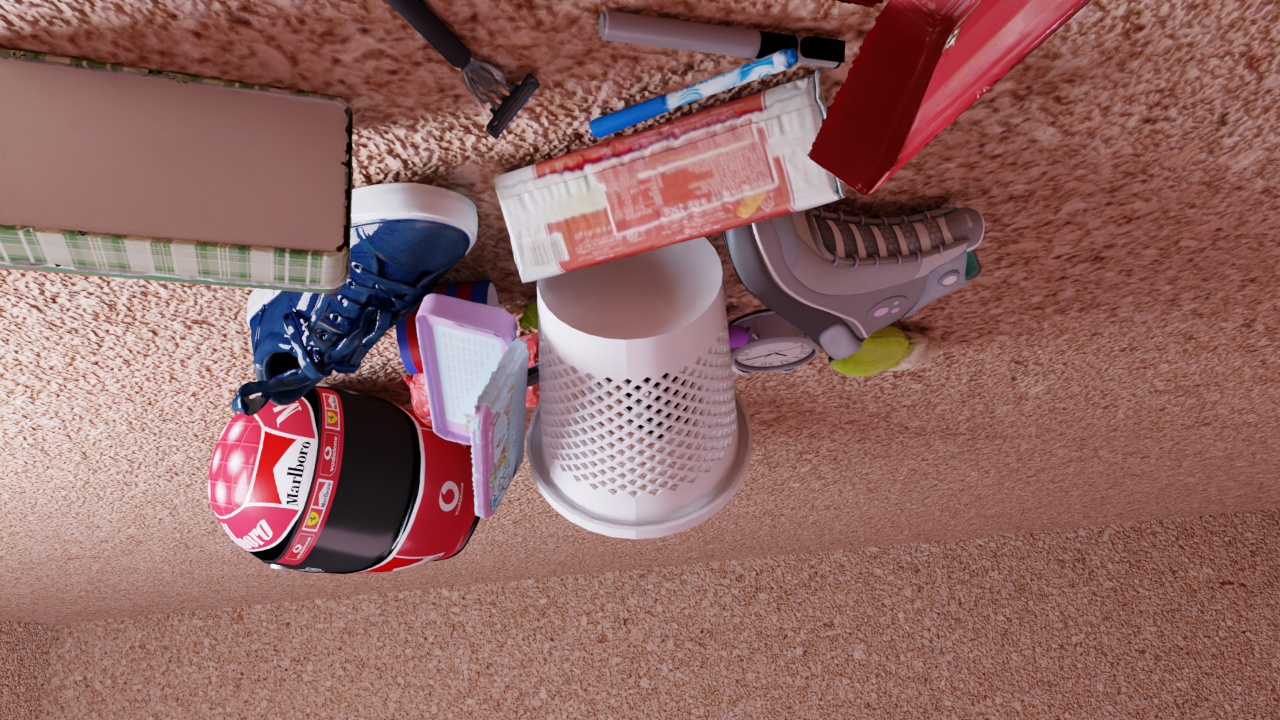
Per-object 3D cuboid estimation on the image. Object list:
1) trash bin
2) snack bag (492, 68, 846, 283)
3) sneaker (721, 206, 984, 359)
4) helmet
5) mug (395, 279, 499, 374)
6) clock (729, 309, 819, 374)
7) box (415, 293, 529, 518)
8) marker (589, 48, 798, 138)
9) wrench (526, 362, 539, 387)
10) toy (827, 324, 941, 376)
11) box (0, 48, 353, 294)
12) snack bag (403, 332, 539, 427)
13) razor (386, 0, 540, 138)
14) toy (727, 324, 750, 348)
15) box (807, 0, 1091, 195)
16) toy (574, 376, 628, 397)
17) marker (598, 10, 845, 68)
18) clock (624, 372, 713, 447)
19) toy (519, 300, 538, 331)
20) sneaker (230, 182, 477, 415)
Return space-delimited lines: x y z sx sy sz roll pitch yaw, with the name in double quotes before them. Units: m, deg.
"trash bin" -0.004 0.004 0.727 0.195 0.195 0.200 -4 138 -1
"snack bag" 0.015 -0.113 0.590 0.226 0.077 0.041 -13 -172 19
"sneaker" 0.167 -0.091 0.688 0.161 0.093 0.256 -23 153 22
"helmet" -0.329 0.125 0.969 0.224 0.197 0.272 18 166 -40
"mug" -0.161 -0.030 0.800 0.076 0.075 0.112 -5 -175 0
"clock" 0.134 -0.014 0.942 0.094 0.035 0.123 -3 159 -5
"box" -0.137 0.048 0.727 0.089 0.092 0.215 14 150 0
"marker" 0.028 -0.155 0.538 0.142 0.013 0.013 -9 161 36
"wrench" -0.020 0.005 0.909 0.272 0.010 0.070 3 139 -50
"toy" 0.263 -0.011 0.971 0.117 0.043 0.092 -1 158 -17
"box" -0.264 -0.102 0.505 0.205 0.117 0.050 2 154 -22
"snack bag" -0.150 0.021 0.915 0.177 0.082 0.082 -13 158 20
"razor" -0.108 -0.173 0.483 0.043 0.022 0.144 -51 145 2
"toy" 0.048 -0.016 0.886 0.088 0.056 0.106 15 172 -24
"box" 0.092 -0.194 0.353 0.165 0.151 0.158 37 148 -5
"toy" -0.044 0.018 0.987 0.102 0.041 0.054 -19 179 14
"marker" 0.046 -0.177 0.508 0.140 0.016 0.016 1 159 -16
"clock" 0.033 0.043 0.880 0.091 0.121 0.043 -11 133 -46
"toy" -0.056 -0.046 0.817 0.094 0.036 0.094 -2 156 -27
"sneaker" -0.223 -0.032 0.693 0.120 0.127 0.295 12 152 -41
